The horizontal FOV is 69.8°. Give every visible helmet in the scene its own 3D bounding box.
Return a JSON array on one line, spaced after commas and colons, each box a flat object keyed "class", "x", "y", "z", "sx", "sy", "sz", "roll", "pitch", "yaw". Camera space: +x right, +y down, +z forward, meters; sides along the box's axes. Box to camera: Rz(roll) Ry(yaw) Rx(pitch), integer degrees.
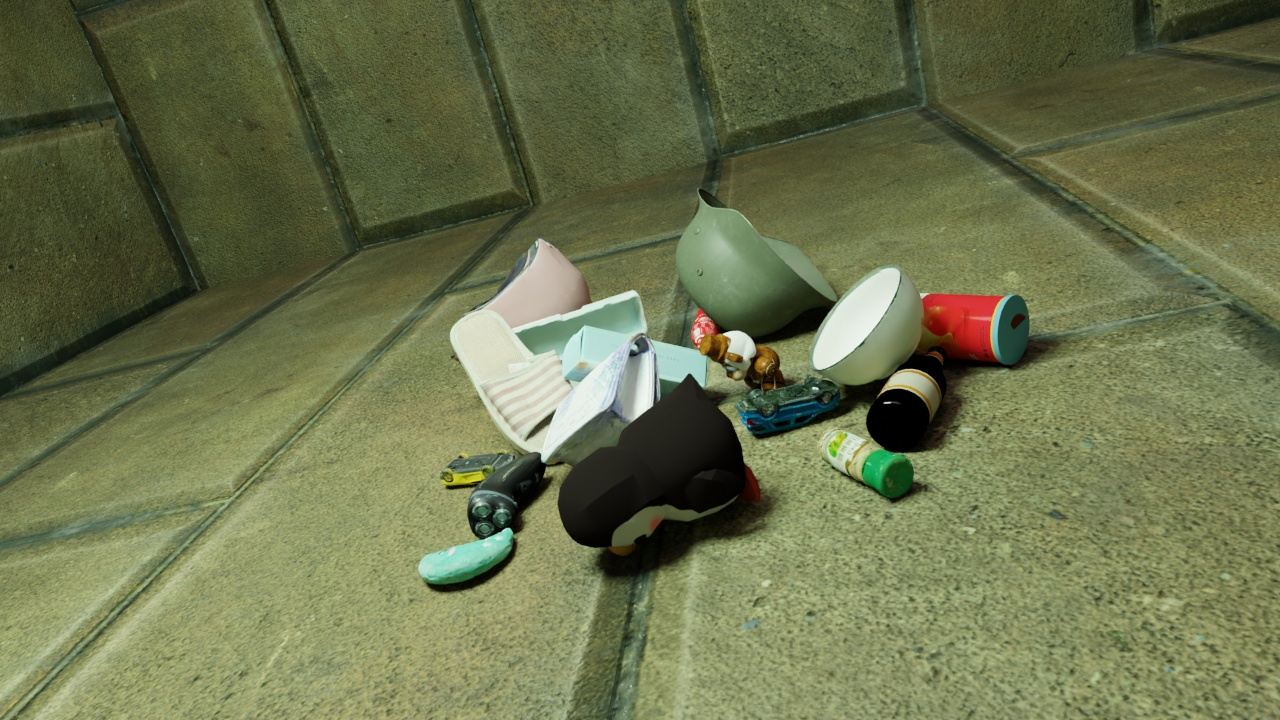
[{"class": "helmet", "x": -0.163, "y": -0.054, "z": 1.404, "sx": 0.229, "sy": 0.152, "sz": 0.256, "roll": -53, "pitch": 0, "yaw": -28}, {"class": "helmet", "x": 0.144, "y": -0.133, "z": 1.364, "sx": 0.154, "sy": 0.267, "sz": 0.226, "roll": -44, "pitch": -24, "yaw": 19}]

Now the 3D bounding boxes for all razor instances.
[{"class": "razor", "x": -0.146, "y": 0.149, "z": 1.046, "sx": 0.064, "sy": 0.053, "sz": 0.140, "roll": 8, "pitch": 27, "yaw": 26}]

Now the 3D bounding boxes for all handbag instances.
[{"class": "handbag", "x": -0.041, "y": 0.056, "z": 1.065, "sx": 0.159, "sy": 0.069, "sz": 0.126, "roll": -43, "pitch": 24, "yaw": 43}]

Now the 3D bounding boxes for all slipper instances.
[{"class": "slipper", "x": -0.159, "y": 0.022, "z": 1.192, "sx": 0.115, "sy": 0.052, "sz": 0.263, "roll": -32, "pitch": 61, "yaw": -18}]

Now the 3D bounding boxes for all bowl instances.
[{"class": "bowl", "x": 0.272, "y": -0.031, "z": 1.068, "sx": 0.153, "sy": 0.073, "sz": 0.153, "roll": -52, "pitch": 11, "yaw": 13}]

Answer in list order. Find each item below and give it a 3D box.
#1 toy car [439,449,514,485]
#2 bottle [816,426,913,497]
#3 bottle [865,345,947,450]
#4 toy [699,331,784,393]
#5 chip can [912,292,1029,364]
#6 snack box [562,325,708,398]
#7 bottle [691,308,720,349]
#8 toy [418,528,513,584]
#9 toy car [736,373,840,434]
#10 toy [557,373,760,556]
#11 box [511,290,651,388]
[{"class": "toy car", "x": -0.204, "y": 0.137, "z": 1.155, "sx": 0.107, "sy": 0.030, "sz": 0.049, "roll": -9, "pitch": 19, "yaw": 26}, {"class": "bottle", "x": 0.220, "y": 0.098, "z": 0.906, "sx": 0.043, "sy": 0.043, "sz": 0.111, "roll": -22, "pitch": 20, "yaw": -17}, {"class": "bottle", "x": 0.302, "y": 0.030, "z": 1.001, "sx": 0.059, "sy": 0.059, "sz": 0.181, "roll": -2, "pitch": 24, "yaw": 34}, {"class": "toy", "x": 0.126, "y": -0.001, "z": 1.150, "sx": 0.112, "sy": 0.067, "sz": 0.087, "roll": 14, "pitch": 7, "yaw": -25}, {"class": "chip can", "x": 0.354, "y": -0.044, "z": 1.126, "sx": 0.086, "sy": 0.087, "sz": 0.214, "roll": -31, "pitch": 25, "yaw": -37}, {"class": "snack box", "x": -0.007, "y": 0.007, "z": 1.166, "sx": 0.174, "sy": 0.053, "sz": 0.075, "roll": 13, "pitch": -23, "yaw": -18}, {"class": "bottle", "x": 0.100, "y": -0.047, "z": 1.398, "sx": 0.042, "sy": 0.042, "sz": 0.141, "roll": -11, "pitch": 20, "yaw": 14}, {"class": "toy", "x": -0.185, "y": 0.205, "z": 0.956, "sx": 0.105, "sy": 0.033, "sz": 0.085, "roll": -16, "pitch": 9, "yaw": 3}, {"class": "toy car", "x": 0.172, "y": 0.052, "z": 1.067, "sx": 0.120, "sy": 0.044, "sz": 0.056, "roll": -14, "pitch": 19, "yaw": -4}, {"class": "toy", "x": 0.002, "y": 0.109, "z": 0.899, "sx": 0.183, "sy": 0.140, "sz": 0.159, "roll": -26, "pitch": 22, "yaw": -26}, {"class": "box", "x": -0.080, "y": -0.011, "z": 1.300, "sx": 0.197, "sy": 0.136, "sz": 0.044, "roll": -18, "pitch": 17, "yaw": -5}]
